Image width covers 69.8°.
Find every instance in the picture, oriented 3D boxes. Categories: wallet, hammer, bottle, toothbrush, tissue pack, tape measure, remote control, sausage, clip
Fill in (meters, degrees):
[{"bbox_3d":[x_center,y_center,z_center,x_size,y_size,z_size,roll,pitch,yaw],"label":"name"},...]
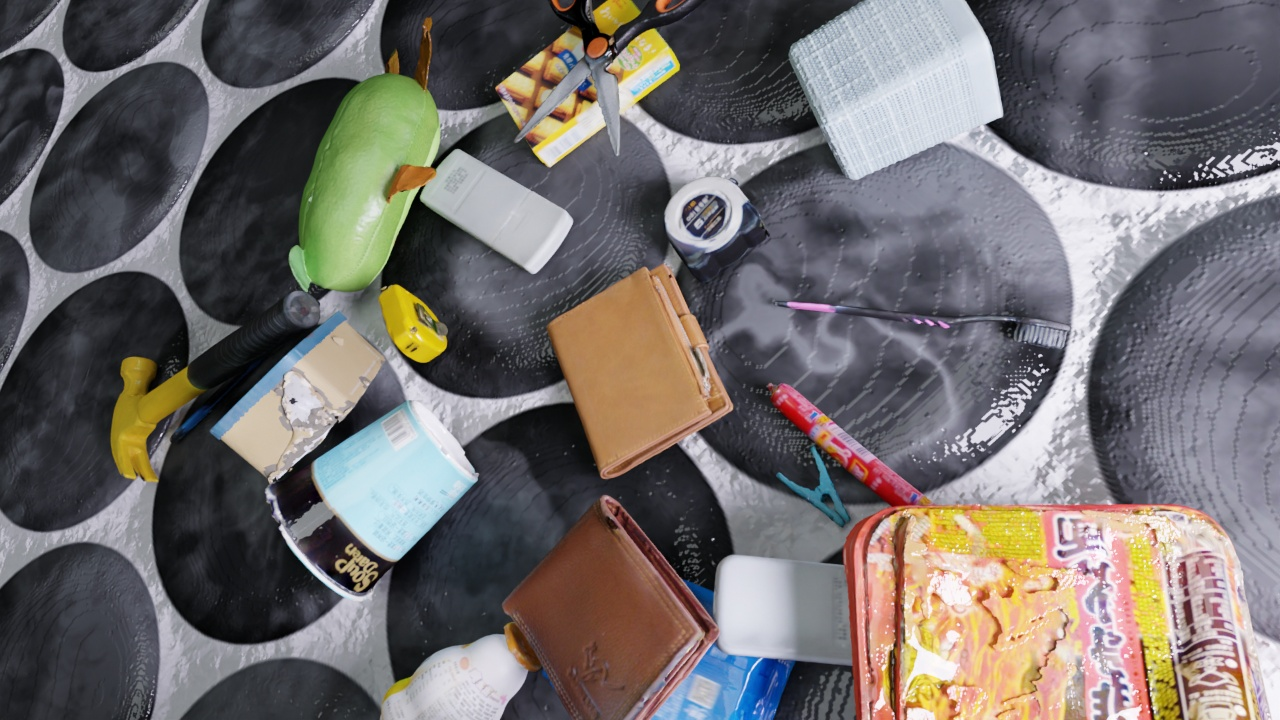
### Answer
[{"bbox_3d":[-0.022,0.152,0.538,0.101,0.032,0.124,-52,48,10],"label":"wallet"},{"bbox_3d":[-0.370,0.013,0.777,0.302,0.032,0.128,-25,61,33],"label":"hammer"},{"bbox_3d":[-0.116,0.217,0.602,0.108,0.063,0.063,-38,59,7],"label":"bottle"},{"bbox_3d":[0.176,-0.026,0.597,0.189,0.014,0.017,7,85,28],"label":"toothbrush"},{"bbox_3d":[0.017,0.180,0.564,0.157,0.052,0.095,15,78,29],"label":"tissue pack"},{"bbox_3d":[-0.178,-0.028,0.734,0.029,0.057,0.060,-34,55,11],"label":"tape measure"},{"bbox_3d":[-0.123,-0.127,0.769,0.150,0.021,0.058,34,86,31],"label":"remote control"},{"bbox_3d":[-0.004,0.004,0.657,0.108,0.031,0.131,-31,61,14],"label":"wallet"},{"bbox_3d":[0.052,-0.100,0.672,0.066,0.033,0.066,-33,62,7],"label":"tape measure"},{"bbox_3d":[0.135,0.061,0.576,0.020,0.020,0.156,-48,58,0],"label":"sausage"},{"bbox_3d":[-0.358,0.009,0.828,0.189,0.014,0.016,-42,58,5],"label":"toothbrush"},{"bbox_3d":[0.109,0.144,0.521,0.136,0.020,0.055,6,67,-4],"label":"remote control"},{"bbox_3d":[0.113,0.083,0.581,0.034,0.013,0.054,-38,57,7],"label":"clip"}]

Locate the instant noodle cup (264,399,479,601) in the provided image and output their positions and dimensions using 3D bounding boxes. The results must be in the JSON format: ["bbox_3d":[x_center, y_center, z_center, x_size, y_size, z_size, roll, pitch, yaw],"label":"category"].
[{"bbox_3d":[-0.187,0.095,0.669,0.120,0.111,0.111,-39,59,-5],"label":"instant noodle cup"}]

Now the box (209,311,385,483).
[{"bbox_3d":[-0.252,0.021,0.698,0.090,0.061,0.184,-43,16,2],"label":"box"}]

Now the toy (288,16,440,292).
[{"bbox_3d":[-0.232,-0.168,0.796,0.227,0.090,0.246,14,82,55],"label":"toy"}]

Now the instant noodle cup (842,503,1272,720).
[{"bbox_3d":[0.199,0.158,0.460,0.189,0.079,0.164,-1,68,8],"label":"instant noodle cup"}]

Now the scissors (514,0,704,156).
[{"bbox_3d":[-0.023,-0.267,0.746,0.221,0.021,0.234,-29,61,16],"label":"scissors"}]

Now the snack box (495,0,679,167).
[{"bbox_3d":[-0.046,-0.237,0.774,0.140,0.034,0.087,-34,60,6],"label":"snack box"}]

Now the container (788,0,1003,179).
[{"bbox_3d":[0.171,-0.191,0.623,0.112,0.090,0.089,-26,61,17],"label":"container"}]
